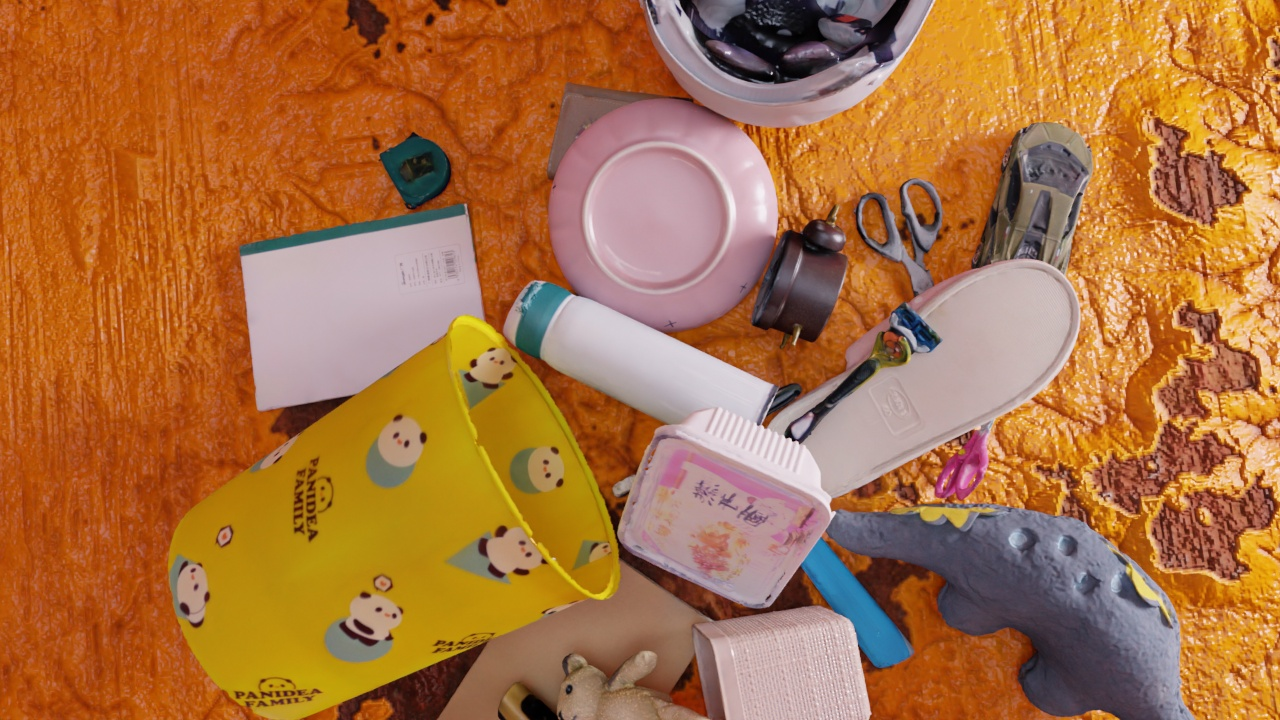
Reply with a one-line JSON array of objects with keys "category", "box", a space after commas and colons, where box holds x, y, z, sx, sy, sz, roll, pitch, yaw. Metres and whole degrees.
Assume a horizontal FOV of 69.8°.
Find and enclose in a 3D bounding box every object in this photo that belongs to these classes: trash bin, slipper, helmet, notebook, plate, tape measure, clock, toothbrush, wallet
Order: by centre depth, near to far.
[{"category": "trash bin", "box": [-0.180, 0.127, 0.683, 0.255, 0.229, 0.229, -29, 84, 7]}, {"category": "helmet", "box": [0.116, -0.295, 0.723, 0.229, 0.146, 0.258, 15, 78, 4]}, {"category": "slipper", "box": [0.219, 0.019, 0.733, 0.275, 0.054, 0.114, -37, 80, 13]}, {"category": "clock", "box": [0.131, -0.070, 0.736, 0.055, 0.082, 0.122, 21, 88, 1]}, {"category": "plate", "box": [0.015, -0.116, 0.747, 0.192, 0.039, 0.192, 1, 100, 7]}, {"category": "notebook", "box": [-0.058, 0.263, 0.761, 0.149, 0.012, 0.211, 33, 89, 7]}, {"category": "toothbrush", "box": [0.055, 0.066, 0.765, 0.181, 0.018, 0.015, -30, 76, 0]}, {"category": "wallet", "box": [-0.017, -0.188, 0.783, 0.115, 0.033, 0.090, 11, 88, 9]}, {"category": "notebook", "box": [-0.241, -0.046, 0.798, 0.209, 0.012, 0.150, -10, 85, 4]}, {"category": "tape measure", "box": [-0.194, -0.167, 0.798, 0.054, 0.025, 0.058, -30, 85, 3]}]

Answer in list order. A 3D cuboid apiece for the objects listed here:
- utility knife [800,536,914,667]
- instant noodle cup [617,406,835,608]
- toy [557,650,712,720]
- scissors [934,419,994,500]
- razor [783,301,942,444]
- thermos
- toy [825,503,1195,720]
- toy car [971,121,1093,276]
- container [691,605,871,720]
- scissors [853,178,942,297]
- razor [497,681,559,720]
[{"category": "utility knife", "box": [0.146, 0.164, 0.748, 0.034, 0.018, 0.202, -36, 83, -11]}, {"category": "instant noodle cup", "box": [0.065, 0.106, 0.698, 0.138, 0.174, 0.060, 24, 48, 6]}, {"category": "toy", "box": [0.000, 0.275, 0.692, 0.157, 0.066, 0.105, 11, 111, 38]}, {"category": "scissors", "box": [0.276, 0.053, 0.730, 0.017, 0.064, 0.135, 33, 80, -5]}, {"category": "razor", "box": [0.164, 0.017, 0.710, 0.143, 0.022, 0.042, -44, 76, 14]}, {"category": "thermos", "box": [-0.004, 0.004, 0.742, 0.224, 0.073, 0.073, 25, 88, 9]}, {"category": "toy", "box": [0.317, 0.195, 0.697, 0.356, 0.091, 0.138, 39, 102, 9]}, {"category": "toy car", "box": [0.320, -0.121, 0.745, 0.070, 0.042, 0.158, 15, 84, 5]}, {"category": "container", "box": [0.107, 0.242, 0.705, 0.111, 0.090, 0.090, -10, 85, -8]}, {"category": "scissors", "box": [0.241, -0.068, 0.761, 0.173, 0.014, 0.142, 37, 90, 6]}, {"category": "razor", "box": [-0.049, 0.323, 0.724, 0.167, 0.062, 0.068, 44, 123, 13]}]
